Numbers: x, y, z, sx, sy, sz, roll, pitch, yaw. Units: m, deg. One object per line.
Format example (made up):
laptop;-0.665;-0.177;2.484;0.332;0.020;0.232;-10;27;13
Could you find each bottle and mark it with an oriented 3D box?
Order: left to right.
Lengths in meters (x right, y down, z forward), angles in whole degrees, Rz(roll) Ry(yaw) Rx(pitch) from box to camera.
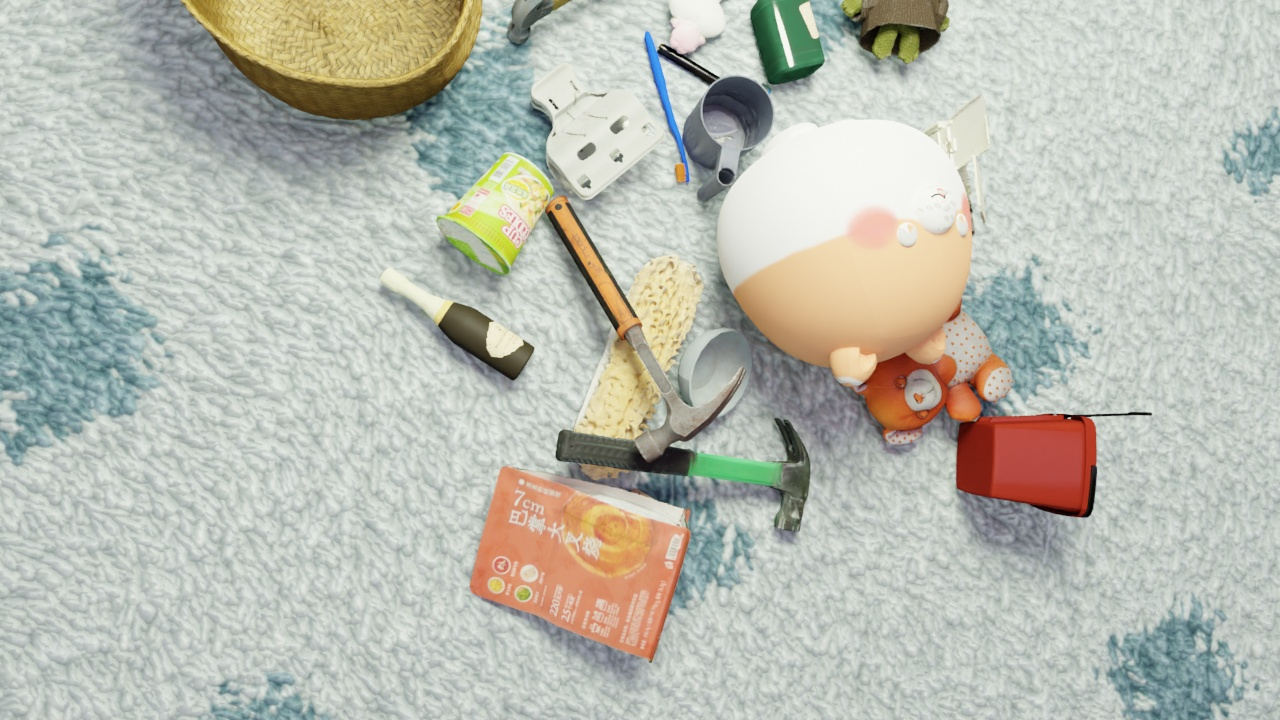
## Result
bottle;-0.206;-0.045;1.019;0.184;0.045;0.045;33;84;-8
bottle;0.168;-0.401;1.083;0.061;0.061;0.131;-16;92;-12

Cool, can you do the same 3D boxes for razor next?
razor;0.085;-0.337;1.090;0.144;0.022;0.042;26;59;-4

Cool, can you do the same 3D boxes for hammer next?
hammer;-0.010;-0.058;1.001;0.138;0.035;0.314;-32;72;4
hammer;0.002;-0.455;1.039;0.332;0.118;0.025;-30;93;-15
hammer;0.057;0.114;1.031;0.318;0.032;0.130;10;90;-25

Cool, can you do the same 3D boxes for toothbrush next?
toothbrush;0.029;-0.298;1.080;0.018;0.016;0.182;-16;92;-5

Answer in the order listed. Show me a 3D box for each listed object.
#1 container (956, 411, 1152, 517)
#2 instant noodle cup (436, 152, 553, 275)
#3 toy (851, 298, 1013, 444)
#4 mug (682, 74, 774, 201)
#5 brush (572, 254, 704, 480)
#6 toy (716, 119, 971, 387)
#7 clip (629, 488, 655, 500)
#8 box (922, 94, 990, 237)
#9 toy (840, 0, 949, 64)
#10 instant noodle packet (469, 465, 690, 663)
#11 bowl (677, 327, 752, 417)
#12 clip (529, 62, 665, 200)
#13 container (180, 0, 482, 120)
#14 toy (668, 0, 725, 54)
container;0.496;0.119;1.092;0.201;0.148;0.127;3;87;-1
instant noodle cup;-0.153;-0.165;1.011;0.099;0.099;0.107;37;76;-8
toy;0.341;0.012;1.093;0.172;0.093;0.164;-39;102;-6
mug;0.093;-0.249;1.046;0.083;0.104;0.124;10;87;-10
brush;-0.006;0.006;1.049;0.083;0.057;0.271;24;85;-8
toy;0.225;-0.118;0.980;0.262;0.266;0.280;-13;81;-32
clip;0.013;0.172;1.059;0.061;0.041;0.024;39;81;-13
box;0.355;-0.210;1.051;0.050;0.184;0.143;-4;82;-9
toy;0.309;-0.435;1.101;0.179;0.078;0.152;5;81;-11
instant noodle packet;-0.069;0.220;1.018;0.221;0.084;0.164;15;104;-1
bowl;0.080;0.011;1.058;0.106;0.039;0.106;-17;116;-39
clip;-0.063;-0.263;1.053;0.126;0.096;0.152;-40;75;-10
container;-0.311;-0.402;0.931;0.306;0.197;0.307;0;90;-12
toy;0.068;-0.415;1.075;0.079;0.038;0.122;28;83;-30
